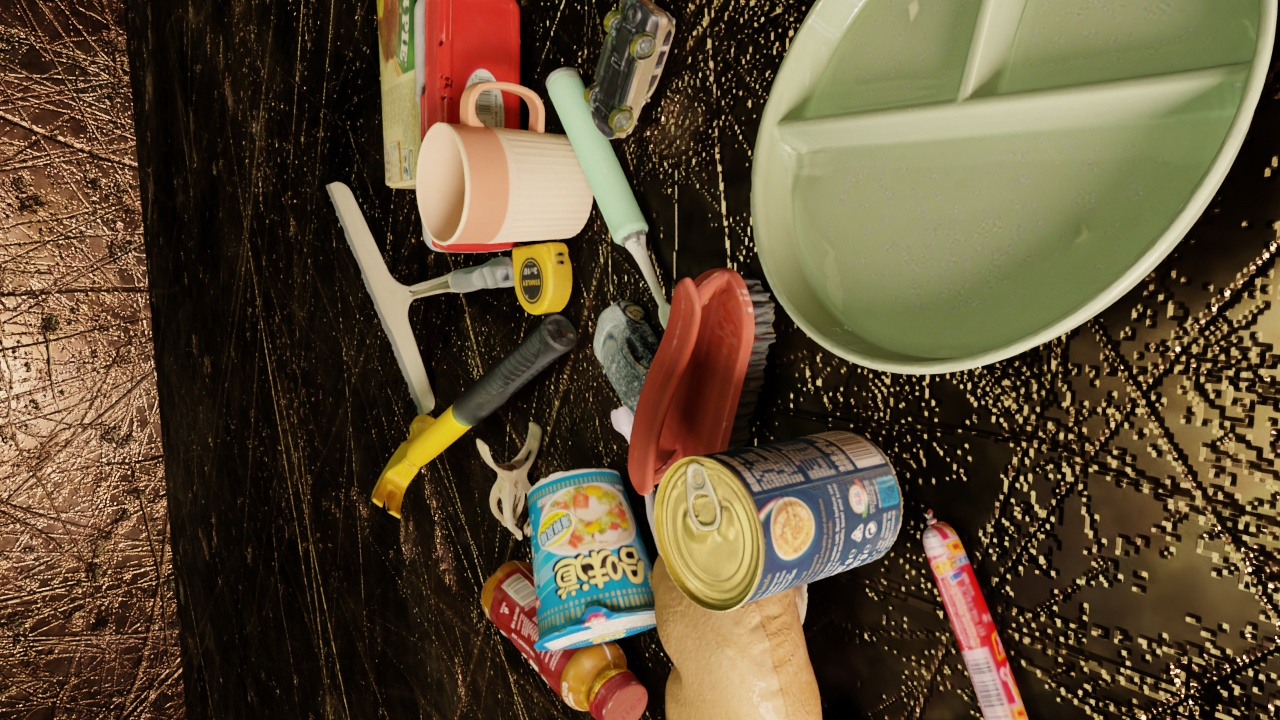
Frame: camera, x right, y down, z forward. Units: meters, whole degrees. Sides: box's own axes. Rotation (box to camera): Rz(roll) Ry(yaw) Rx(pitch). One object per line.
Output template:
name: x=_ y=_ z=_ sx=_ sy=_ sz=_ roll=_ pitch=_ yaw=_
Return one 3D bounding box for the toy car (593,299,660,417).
toy car: x=-0.004 y=0.004 z=0.628 sx=0.105 sy=0.031 sz=0.049 roll=57 pitch=135 yaw=32

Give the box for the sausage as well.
sausage: x=0.165 y=0.146 z=0.435 sx=0.020 sy=0.020 sz=0.155 roll=-32 pitch=70 yaw=51

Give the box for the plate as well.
plate: x=0.135 y=-0.104 z=0.381 sx=0.231 sy=0.027 sz=0.229 roll=-24 pitch=60 yaw=48

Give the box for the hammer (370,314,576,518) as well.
hammer: x=-0.151 y=0.045 z=0.797 sx=0.302 sy=0.033 sz=0.128 roll=-37 pitch=22 yaw=41

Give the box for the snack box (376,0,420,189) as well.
snack box: x=-0.181 y=-0.269 z=0.783 sx=0.115 sy=0.063 sz=0.240 roll=13 pitch=106 yaw=59

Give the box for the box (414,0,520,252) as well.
box: x=-0.135 y=-0.187 z=0.729 sx=0.068 sy=0.090 sz=0.201 roll=11 pitch=104 yaw=51

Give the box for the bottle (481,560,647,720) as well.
bottle: x=-0.061 y=0.221 z=0.717 sx=0.175 sy=0.057 sz=0.057 roll=28 pitch=117 yaw=48

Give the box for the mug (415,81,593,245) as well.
mug: x=-0.098 y=-0.142 z=0.667 sx=0.082 sy=0.105 sz=0.114 roll=19 pitch=111 yaw=50

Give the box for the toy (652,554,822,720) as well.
toy: x=0.057 y=0.213 z=0.544 sx=0.143 sy=0.082 sz=0.226 roll=-171 pitch=75 yaw=-74

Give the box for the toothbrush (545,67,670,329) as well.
toothbrush: x=-0.017 y=-0.112 z=0.631 sx=0.027 sy=0.026 sz=0.224 roll=72 pitch=175 yaw=-69

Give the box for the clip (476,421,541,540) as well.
clip: x=-0.106 y=0.102 z=0.780 sx=0.034 sy=0.064 sz=0.098 roll=27 pitch=124 yaw=50

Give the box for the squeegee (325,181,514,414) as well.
squeegee: x=-0.173 y=-0.070 z=0.837 sx=0.247 sy=0.039 sz=0.246 roll=-5 pitch=109 yaw=48

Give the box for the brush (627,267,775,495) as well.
brush: x=0.034 y=0.014 z=0.547 sx=0.063 sy=0.069 sz=0.146 roll=37 pitch=124 yaw=43

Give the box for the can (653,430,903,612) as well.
can: x=0.073 y=0.079 z=0.472 sx=0.075 sy=0.111 sz=0.075 roll=9 pitch=101 yaw=51

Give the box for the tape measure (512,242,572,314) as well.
tape measure: x=-0.074 y=-0.064 z=0.712 sx=0.060 sy=0.028 sz=0.057 roll=2 pitch=96 yaw=53

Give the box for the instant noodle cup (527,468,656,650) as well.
instant noodle cup: x=-0.036 y=0.138 z=0.649 sx=0.099 sy=0.099 sz=0.109 roll=-43 pitch=53 yaw=48

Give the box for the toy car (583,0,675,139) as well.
toy car: x=-0.007 y=-0.188 z=0.598 sx=0.042 sy=0.035 sz=0.091 roll=53 pitch=135 yaw=36

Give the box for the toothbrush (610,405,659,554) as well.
toothbrush: x=0.017 y=0.121 z=0.630 sx=0.029 sy=0.021 sz=0.189 roll=-21 pitch=78 yaw=20
